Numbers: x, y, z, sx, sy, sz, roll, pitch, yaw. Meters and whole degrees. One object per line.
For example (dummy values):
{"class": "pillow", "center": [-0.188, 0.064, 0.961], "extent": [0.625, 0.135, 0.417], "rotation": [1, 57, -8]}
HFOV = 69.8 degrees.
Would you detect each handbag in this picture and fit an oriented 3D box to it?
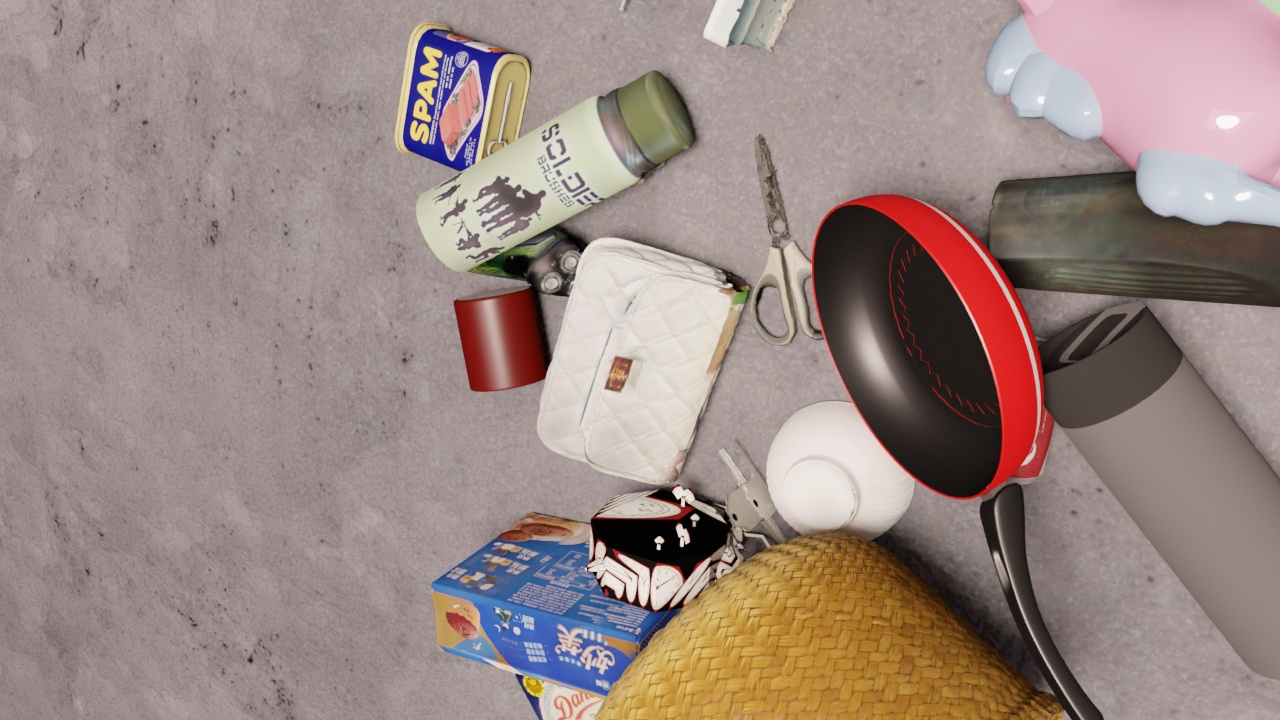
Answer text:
{"class": "handbag", "center": [-0.005, 0.004, 0.758], "extent": [0.139, 0.072, 0.195], "rotation": [16, 115, -3]}

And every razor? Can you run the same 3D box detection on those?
{"class": "razor", "center": [-0.108, -0.086, 0.810], "extent": [0.152, 0.067, 0.054], "rotation": [8, 127, 32]}

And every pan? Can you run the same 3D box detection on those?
{"class": "pan", "center": [0.212, 0.053, 0.587], "extent": [0.067, 0.209, 0.356], "rotation": [-23, 73, -11]}

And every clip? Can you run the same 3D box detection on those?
{"class": "clip", "center": [0.099, 0.113, 0.756], "extent": [0.050, 0.058, 0.102], "rotation": [-38, 84, 18]}

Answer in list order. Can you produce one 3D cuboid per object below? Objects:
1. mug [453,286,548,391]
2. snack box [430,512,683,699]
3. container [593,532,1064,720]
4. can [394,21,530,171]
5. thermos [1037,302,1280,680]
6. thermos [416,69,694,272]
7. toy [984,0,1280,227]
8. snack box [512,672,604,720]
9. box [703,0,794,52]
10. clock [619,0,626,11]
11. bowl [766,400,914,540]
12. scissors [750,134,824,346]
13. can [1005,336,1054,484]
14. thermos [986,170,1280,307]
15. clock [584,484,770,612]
{"class": "mug", "center": [-0.134, -0.021, 0.846], "extent": [0.106, 0.073, 0.082], "rotation": [7, 109, 58]}
{"class": "snack box", "center": [-0.055, 0.210, 0.807], "extent": [0.203, 0.154, 0.069], "rotation": [6, 109, 28]}
{"class": "container", "center": [0.110, 0.268, 0.642], "extent": [0.196, 0.306, 0.308], "rotation": [47, 122, 30]}
{"class": "can", "center": [-0.155, -0.224, 0.804], "extent": [0.092, 0.056, 0.116], "rotation": [25, 114, 20]}
{"class": "thermos", "center": [0.344, 0.078, 0.571], "extent": [0.082, 0.082, 0.240], "rotation": [-37, 93, 31]}
{"class": "thermos", "center": [-0.067, -0.151, 0.748], "extent": [0.232, 0.082, 0.082], "rotation": [-24, 91, 20]}
{"class": "toy", "center": [0.286, -0.154, 0.513], "extent": [0.171, 0.120, 0.221], "rotation": [-5, 57, 23]}
{"class": "snack box", "center": [-0.033, 0.339, 0.891], "extent": [0.145, 0.042, 0.145], "rotation": [-24, 97, 32]}
{"class": "box", "center": [0.103, -0.299, 0.592], "extent": [0.041, 0.134, 0.197], "rotation": [30, 116, 7]}
{"class": "clock", "center": [0.002, -0.353, 0.688], "extent": [0.123, 0.045, 0.159], "rotation": [0, 103, 29]}
{"class": "bowl", "center": [0.148, 0.096, 0.718], "extent": [0.118, 0.062, 0.118], "rotation": [8, 107, 27]}
{"class": "scissors", "center": [0.100, -0.089, 0.722], "extent": [0.121, 0.012, 0.171], "rotation": [-40, 85, 29]}
{"class": "can", "center": [0.263, 0.033, 0.643], "extent": [0.054, 0.053, 0.097], "rotation": [13, 109, 26]}
{"class": "thermos", "center": [0.332, -0.078, 0.554], "extent": [0.221, 0.097, 0.098], "rotation": [6, 106, 33]}
{"class": "clock", "center": [0.036, 0.148, 0.756], "extent": [0.155, 0.114, 0.065], "rotation": [3, 111, 2]}
